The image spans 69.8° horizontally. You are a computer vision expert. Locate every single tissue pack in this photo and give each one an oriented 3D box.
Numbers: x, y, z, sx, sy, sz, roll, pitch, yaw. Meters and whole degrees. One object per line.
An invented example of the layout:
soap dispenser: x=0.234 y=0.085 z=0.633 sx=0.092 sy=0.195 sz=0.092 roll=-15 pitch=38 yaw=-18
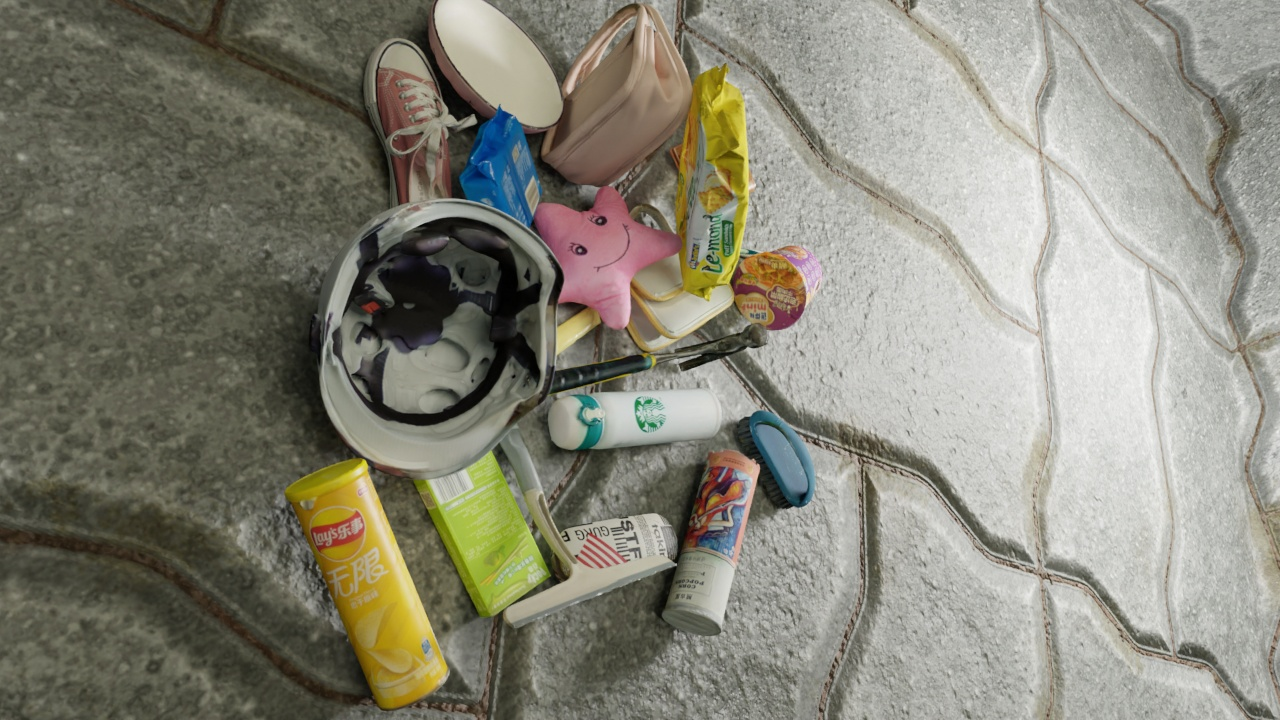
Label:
tissue pack: x=-0.154 y=-0.196 z=1.010 sx=0.157 sy=0.052 sz=0.094 roll=76 pitch=26 yaw=-57

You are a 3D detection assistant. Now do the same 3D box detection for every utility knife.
utility knife: x=-0.093 y=-0.023 z=1.067 sx=0.151 sy=0.018 sz=0.031 roll=-38 pitch=104 yaw=-39

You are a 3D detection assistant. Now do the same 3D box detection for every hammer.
hammer: x=-0.006 y=0.006 z=1.073 sx=0.322 sy=0.126 sz=0.032 roll=-12 pitch=84 yaw=-35

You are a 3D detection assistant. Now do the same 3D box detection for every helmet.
helmet: x=-0.205 y=-0.031 z=0.877 sx=0.228 sy=0.146 sz=0.259 roll=8 pitch=103 yaw=-31

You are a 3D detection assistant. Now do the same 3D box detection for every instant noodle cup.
instant noodle cup: x=0.200 y=-0.109 z=1.290 sx=0.099 sy=0.112 sz=0.111 roll=-33 pitch=97 yaw=-50

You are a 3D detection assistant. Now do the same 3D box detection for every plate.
plate: x=-0.173 y=-0.341 z=1.074 sx=0.192 sy=0.039 sz=0.192 roll=32 pitch=40 yaw=-33

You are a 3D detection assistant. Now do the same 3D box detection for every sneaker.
sneaker: x=-0.232 y=-0.240 z=0.976 sx=0.118 sy=0.088 sz=0.241 roll=-1 pitch=76 yaw=-40

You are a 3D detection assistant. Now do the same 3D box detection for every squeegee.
squeegee: x=-0.106 y=0.141 z=0.952 sx=0.245 sy=0.039 sz=0.246 roll=-6 pitch=59 yaw=-52

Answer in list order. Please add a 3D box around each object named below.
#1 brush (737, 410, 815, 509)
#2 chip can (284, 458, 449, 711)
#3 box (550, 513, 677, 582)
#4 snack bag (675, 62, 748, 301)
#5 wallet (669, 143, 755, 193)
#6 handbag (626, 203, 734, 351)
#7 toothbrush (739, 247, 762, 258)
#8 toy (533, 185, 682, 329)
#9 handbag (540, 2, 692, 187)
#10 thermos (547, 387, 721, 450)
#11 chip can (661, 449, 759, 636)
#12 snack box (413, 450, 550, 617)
brush: x=0.188 y=0.129 z=1.212 sx=0.055 sy=0.074 sz=0.144 roll=-36 pitch=98 yaw=-47
chip can: x=-0.237 y=0.195 z=0.806 sx=0.071 sy=0.072 sz=0.213 roll=-30 pitch=105 yaw=-42
box: x=-0.023 y=0.206 z=1.014 sx=0.164 sy=0.065 sz=0.074 roll=-5 pitch=93 yaw=-42
snack bag: x=0.087 y=-0.209 z=1.096 sx=0.068 sy=0.247 sz=0.157 roll=0 pitch=53 yaw=-4
wallet: x=0.104 y=-0.279 z=1.311 sx=0.130 sy=0.035 sz=0.119 roll=-33 pitch=97 yaw=-44
handbag: x=0.029 y=-0.117 z=1.178 sx=0.162 sy=0.063 sz=0.178 roll=-31 pitch=92 yaw=-44
toothbrush: x=0.130 y=-0.159 z=1.303 sx=0.191 sy=0.018 sz=0.016 roll=8 pitch=70 yaw=-38
toy: x=-0.063 y=-0.126 z=1.085 sx=0.178 sy=0.075 sz=0.194 roll=35 pitch=66 yaw=5
handbag: x=-0.033 y=-0.346 z=1.128 sx=0.093 sy=0.194 sz=0.233 roll=23 pitch=51 yaw=-34
thermos: x=-0.005 y=0.067 z=1.070 sx=0.223 sy=0.073 sz=0.073 roll=-1 pitch=75 yaw=-41
chip can: x=0.088 y=0.214 z=1.099 sx=0.071 sy=0.071 sz=0.214 roll=37 pitch=54 yaw=-25
snack box: x=-0.159 y=0.172 z=0.934 sx=0.085 sy=0.026 sz=0.156 roll=-28 pitch=93 yaw=-43
